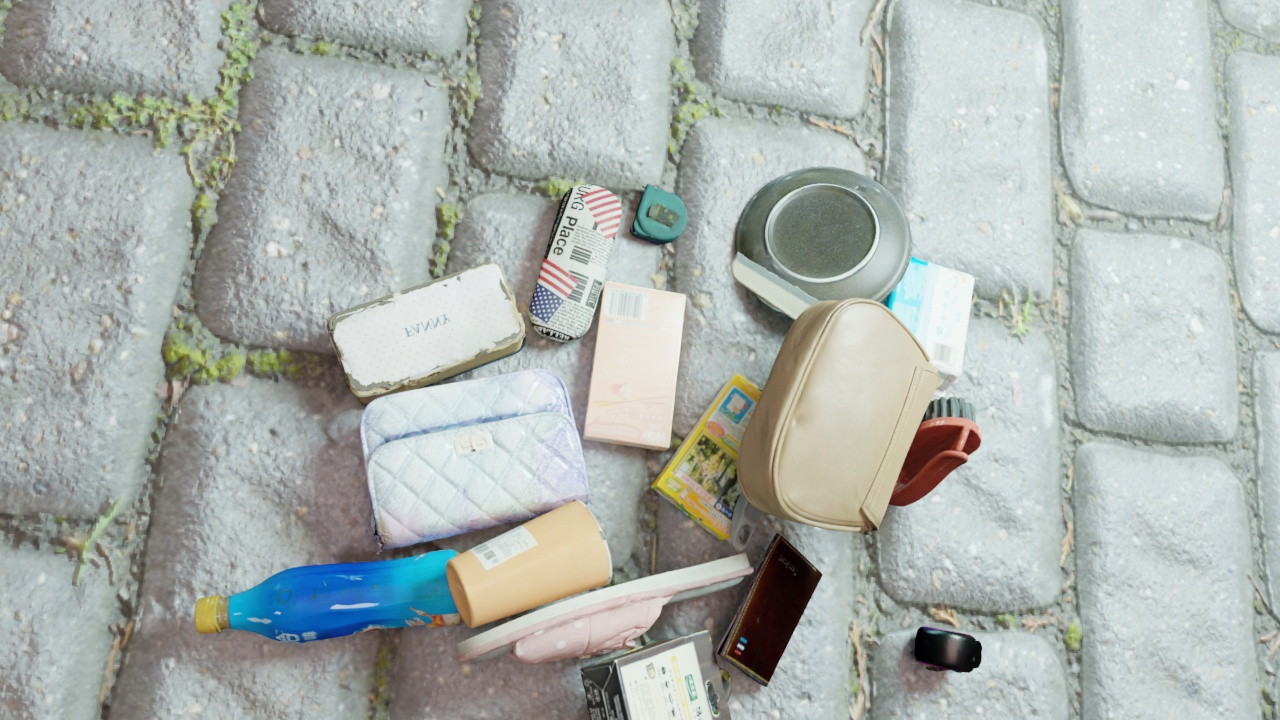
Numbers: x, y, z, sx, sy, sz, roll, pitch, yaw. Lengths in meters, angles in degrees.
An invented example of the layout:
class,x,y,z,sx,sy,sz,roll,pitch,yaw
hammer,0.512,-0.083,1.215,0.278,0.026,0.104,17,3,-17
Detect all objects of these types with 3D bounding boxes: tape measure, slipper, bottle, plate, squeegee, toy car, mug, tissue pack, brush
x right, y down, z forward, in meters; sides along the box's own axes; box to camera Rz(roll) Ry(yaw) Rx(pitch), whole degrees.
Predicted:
class,x,y,z,sx,sy,sz,roll,pitch,yaw
tape measure,0.020,-0.148,0.937,0.054,0.025,0.058,18,76,-5
tape measure,0.291,0.278,0.875,0.058,0.057,0.039,16,76,-16
slipper,-0.024,0.226,0.803,0.274,0.114,0.054,-13,76,-19
bottle,-0.261,0.204,0.785,0.218,0.065,0.065,-3,78,-11
plate,0.184,-0.125,0.931,0.179,0.024,0.179,-4,67,9
squeegee,0.139,0.066,0.871,0.246,0.039,0.246,28,80,-12
toy car,0.039,0.288,0.836,0.091,0.036,0.043,26,73,0
mug,-0.095,0.173,0.769,0.122,0.078,0.078,-17,81,-26
tissue pack,0.281,-0.039,0.940,0.090,0.063,0.140,15,75,-6
brush,0.270,0.090,0.867,0.063,0.146,0.069,18,61,-6

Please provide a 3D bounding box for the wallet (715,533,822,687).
class,x,y,z,sx,sy,sz,roll,pitch,yaw
wallet,0.120,0.231,0.848,0.096,0.020,0.122,47,67,-43

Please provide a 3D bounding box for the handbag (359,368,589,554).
class,x,y,z,sx,sy,sz,roll,pitch,yaw
handbag,-0.152,0.086,0.826,0.193,0.076,0.134,-12,80,-12

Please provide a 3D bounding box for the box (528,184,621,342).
class,x,y,z,sx,sy,sz,roll,pitch,yaw
box,-0.065,-0.096,0.905,0.071,0.057,0.164,14,74,10

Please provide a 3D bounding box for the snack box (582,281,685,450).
class,x,y,z,sx,sy,sz,roll,pitch,yaw
snack box,-0.005,0.005,0.897,0.084,0.026,0.157,9,76,-9

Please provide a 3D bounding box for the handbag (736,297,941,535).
class,x,y,z,sx,sy,sz,roll,pitch,yaw
handbag,0.173,0.051,0.814,0.147,0.100,0.204,29,80,-20

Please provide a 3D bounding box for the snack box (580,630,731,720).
class,x,y,z,sx,sy,sz,roll,pitch,yaw
snack box,0.018,0.296,0.764,0.125,0.053,0.113,6,66,-54

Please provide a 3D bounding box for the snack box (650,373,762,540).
class,x,y,z,sx,sy,sz,roll,pitch,yaw
snack box,0.086,0.093,0.892,0.087,0.034,0.140,37,72,-1

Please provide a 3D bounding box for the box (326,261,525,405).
class,x,y,z,sx,sy,sz,roll,pitch,yaw
box,-0.190,-0.027,0.855,0.184,0.060,0.089,-19,82,-16
